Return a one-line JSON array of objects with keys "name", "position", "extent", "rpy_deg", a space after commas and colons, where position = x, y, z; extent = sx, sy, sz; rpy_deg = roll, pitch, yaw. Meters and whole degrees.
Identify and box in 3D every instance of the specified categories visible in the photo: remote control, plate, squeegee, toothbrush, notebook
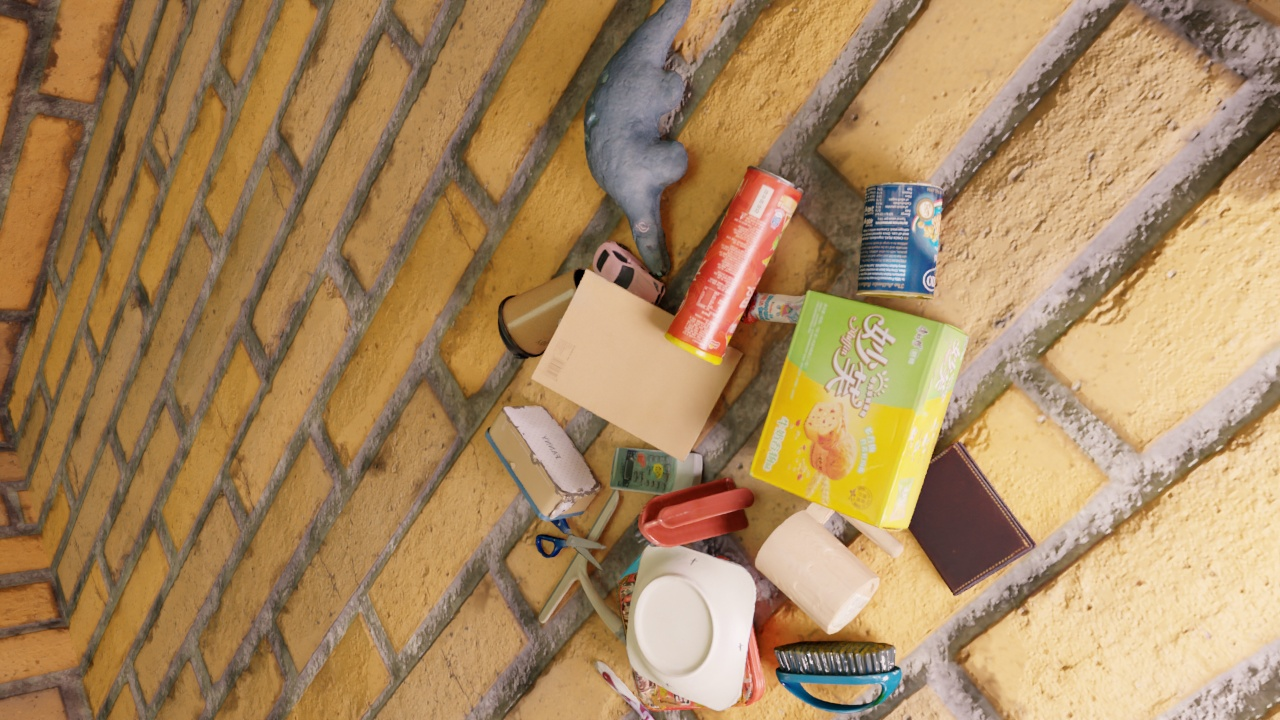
[{"name": "remote control", "position": [0.018, 0.140, 1.149], "extent": [0.135, 0.019, 0.056], "rpy_deg": [1, 77, 41]}, {"name": "plate", "position": [0.045, 0.293, 1.022], "extent": [0.164, 0.034, 0.163], "rpy_deg": [9, 90, 39]}, {"name": "squeegee", "position": [-0.026, 0.338, 1.180], "extent": [0.246, 0.039, 0.247], "rpy_deg": [46, 118, 31]}, {"name": "toothbrush", "position": [0.000, 0.450, 1.170], "extent": [0.187, 0.017, 0.016], "rpy_deg": [38, 112, 34]}, {"name": "notebook", "position": [-0.006, 0.006, 1.090], "extent": [0.211, 0.012, 0.149], "rpy_deg": [28, 97, 4]}]

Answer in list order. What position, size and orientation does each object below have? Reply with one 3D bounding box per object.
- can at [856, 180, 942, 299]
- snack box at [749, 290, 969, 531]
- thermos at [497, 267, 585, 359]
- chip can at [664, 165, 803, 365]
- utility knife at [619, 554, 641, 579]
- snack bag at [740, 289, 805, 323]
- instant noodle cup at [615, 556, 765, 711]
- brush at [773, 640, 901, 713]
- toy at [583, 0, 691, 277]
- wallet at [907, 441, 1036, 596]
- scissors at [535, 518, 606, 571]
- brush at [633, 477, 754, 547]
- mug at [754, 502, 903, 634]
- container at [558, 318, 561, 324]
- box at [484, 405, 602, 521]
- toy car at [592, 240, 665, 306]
[{"name": "can", "position": [0.258, -0.118, 0.913], "extent": [0.075, 0.075, 0.111], "rpy_deg": [6, 93, 41]}, {"name": "snack box", "position": [0.218, 0.047, 0.931], "extent": [0.158, 0.070, 0.210], "rpy_deg": [19, 93, 39]}, {"name": "thermos", "position": [-0.123, -0.066, 1.240], "extent": [0.144, 0.093, 0.093], "rpy_deg": [-27, 72, 29]}, {"name": "chip can", "position": [0.103, -0.106, 1.026], "extent": [0.073, 0.073, 0.217], "rpy_deg": [31, 100, 37]}, {"name": "utility knife", "position": [0.034, 0.223, 1.132], "extent": [0.034, 0.018, 0.166], "rpy_deg": [46, 108, 29]}, {"name": "snack bag", "position": [0.158, -0.058, 1.030], "extent": [0.105, 0.026, 0.045], "rpy_deg": [8, 79, 41]}, {"name": "instant noodle cup", "position": [0.067, 0.317, 1.073], "extent": [0.189, 0.079, 0.164], "rpy_deg": [-20, 77, 40]}, {"name": "brush", "position": [0.207, 0.333, 0.966], "extent": [0.144, 0.055, 0.073], "rpy_deg": [-15, 79, 40]}, {"name": "toy", "position": [-0.004, -0.283, 1.142], "extent": [0.138, 0.091, 0.356], "rpy_deg": [2, 93, 13]}, {"name": "wallet", "position": [0.311, 0.155, 0.902], "extent": [0.097, 0.020, 0.122], "rpy_deg": [-44, 62, 26]}, {"name": "scissors", "position": [-0.099, 0.248, 1.242], "extent": [0.147, 0.012, 0.169], "rpy_deg": [-60, 44, 31]}, {"name": "brush", "position": [0.060, 0.173, 1.036], "extent": [0.069, 0.145, 0.063], "rpy_deg": [-37, 66, 49]}, {"name": "mug", "position": [0.200, 0.208, 0.968], "extent": [0.124, 0.084, 0.103], "rpy_deg": [-48, 58, -1]}, {"name": "container", "position": [-0.046, -0.012, 1.168], "extent": [0.112, 0.089, 0.090], "rpy_deg": [8, 95, 43]}, {"name": "box", "position": [-0.136, 0.131, 1.246], "extent": [0.184, 0.089, 0.059], "rpy_deg": [50, 121, 32]}, {"name": "toy car", "position": [-0.019, -0.107, 1.179], "extent": [0.122, 0.037, 0.056], "rpy_deg": [45, 119, 31]}]
